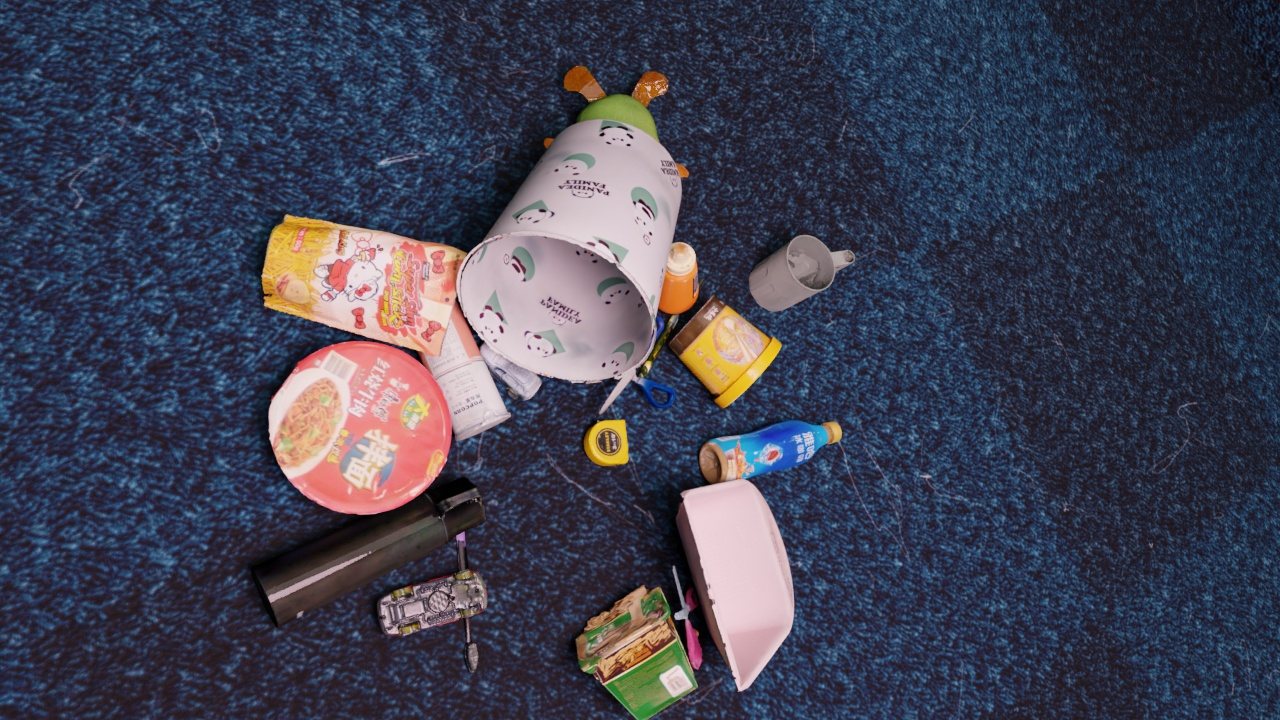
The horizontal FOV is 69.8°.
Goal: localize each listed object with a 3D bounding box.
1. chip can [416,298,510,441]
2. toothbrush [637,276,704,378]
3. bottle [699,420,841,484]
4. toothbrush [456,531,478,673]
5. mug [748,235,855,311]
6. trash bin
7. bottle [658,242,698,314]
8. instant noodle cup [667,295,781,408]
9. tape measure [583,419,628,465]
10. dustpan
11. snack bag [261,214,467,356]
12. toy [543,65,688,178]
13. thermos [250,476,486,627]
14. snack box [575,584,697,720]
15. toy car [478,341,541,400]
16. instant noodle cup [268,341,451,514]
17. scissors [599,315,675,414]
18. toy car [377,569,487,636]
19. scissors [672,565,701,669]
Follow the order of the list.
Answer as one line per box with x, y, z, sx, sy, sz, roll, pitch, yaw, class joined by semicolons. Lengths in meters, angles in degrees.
-0.230;-0.016;1.087;0.071;0.071;0.214;-23;86;-30;chip can
0.044;-0.046;1.266;0.017;0.012;0.185;16;60;25;toothbrush
0.184;0.119;1.258;0.218;0.065;0.065;-11;79;-30;bottle
-0.200;0.259;1.049;0.014;0.017;0.189;-1;73;-25;toothbrush
0.234;-0.126;1.336;0.123;0.104;0.083;-10;79;-30;mug
-0.066;-0.141;1.091;0.229;0.230;0.251;31;48;-15;trash bin
0.048;-0.114;1.208;0.067;0.150;0.066;1;70;-2;bottle
0.109;-0.016;1.237;0.114;0.119;0.118;42;60;0;instant noodle cup
-0.044;0.106;1.167;0.057;0.029;0.060;0;75;-28;tape measure
0.133;0.245;1.112;0.139;0.273;0.222;-15;86;-5;dustpan
-0.311;-0.089;1.035;0.208;0.073;0.128;14;87;-4;snack bag
-0.028;-0.286;1.263;0.226;0.090;0.246;2;77;-25;toy
-0.284;0.194;0.982;0.241;0.090;0.068;-24;74;-29;thermos
0.004;0.342;1.058;0.118;0.117;0.105;-33;99;-2;snack box
-0.162;0.009;1.136;0.090;0.034;0.042;45;64;-6;toy car
-0.312;0.077;1.020;0.193;0.066;0.193;8;72;-25;instant noodle cup
-0.005;0.011;1.185;0.176;0.012;0.162;37;63;-42;scissors
-0.230;0.267;1.013;0.120;0.045;0.053;-9;80;-23;toy car
0.057;0.305;1.116;0.017;0.133;0.133;-12;104;13;scissors
